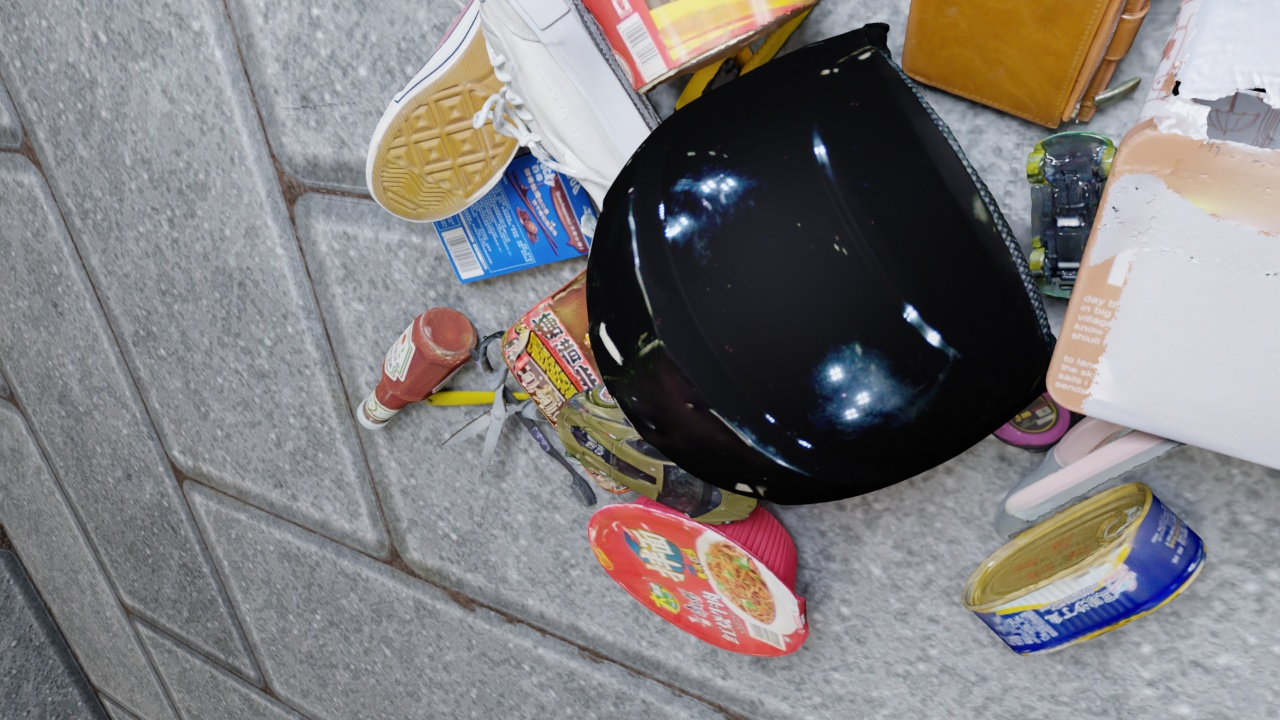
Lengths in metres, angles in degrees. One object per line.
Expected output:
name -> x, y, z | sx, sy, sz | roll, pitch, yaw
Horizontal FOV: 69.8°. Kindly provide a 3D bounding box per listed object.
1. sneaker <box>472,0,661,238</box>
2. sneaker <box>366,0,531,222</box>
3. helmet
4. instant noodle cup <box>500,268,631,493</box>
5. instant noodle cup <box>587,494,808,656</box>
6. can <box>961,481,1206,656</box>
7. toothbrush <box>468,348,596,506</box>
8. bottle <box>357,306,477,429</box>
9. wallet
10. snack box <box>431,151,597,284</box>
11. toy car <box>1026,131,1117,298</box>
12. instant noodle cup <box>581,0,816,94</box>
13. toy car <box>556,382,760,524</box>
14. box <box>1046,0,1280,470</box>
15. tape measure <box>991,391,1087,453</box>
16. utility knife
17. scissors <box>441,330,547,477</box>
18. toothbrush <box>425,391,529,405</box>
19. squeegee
sneaker -> -0.056, -0.170, 0.565 | 0.091, 0.089, 0.242 | -26, 129, 16
sneaker -> -0.108, -0.202, 0.639 | 0.118, 0.087, 0.242 | 29, 118, -22
helmet -> 0.080, -0.035, 0.500 | 0.233, 0.229, 0.275 | 63, 163, 6
instant noodle cup -> -0.004, 0.004, 0.699 | 0.189, 0.078, 0.164 | -30, 98, 46
instant noodle cup -> 0.055, 0.158, 0.742 | 0.194, 0.065, 0.194 | 24, 145, 18
can -> 0.272, 0.133, 0.574 | 0.049, 0.074, 0.149 | 43, 135, 2
toothbrush -> -0.099, 0.064, 0.838 | 0.014, 0.016, 0.189 | -24, 110, 39
bottle -> -0.226, 0.016, 0.891 | 0.060, 0.059, 0.207 | 52, 136, -2
wallet -> 0.186, -0.167, 0.435 | 0.119, 0.035, 0.131 | 24, 162, 18
snack box -> -0.105, -0.115, 0.735 | 0.157, 0.026, 0.084 | -7, 113, 40
toy car -> 0.233, -0.079, 0.492 | 0.043, 0.036, 0.091 | 7, 122, 36
instant noodle cup -> 0.022, -0.215, 0.491 | 0.138, 0.137, 0.108 | -14, 106, 42
toy car -> 0.011, 0.069, 0.649 | 0.158, 0.042, 0.070 | 22, 135, 20
box -> 0.275, -0.035, 0.358 | 0.183, 0.153, 0.181 | 22, 97, 25
tape measure -> 0.236, 0.023, 0.555 | 0.058, 0.039, 0.057 | 34, 133, 8
utility knife -> 0.066, -0.193, 0.561 | 0.033, 0.015, 0.165 | 45, 135, 1
scissors -> -0.125, 0.045, 0.824 | 0.175, 0.014, 0.159 | 0, 119, 26
toothbrush -> -0.141, 0.033, 0.868 | 0.190, 0.016, 0.016 | -4, 116, 40
squeegee -> 0.252, 0.056, 0.516 | 0.040, 0.247, 0.250 | 62, 165, 20
